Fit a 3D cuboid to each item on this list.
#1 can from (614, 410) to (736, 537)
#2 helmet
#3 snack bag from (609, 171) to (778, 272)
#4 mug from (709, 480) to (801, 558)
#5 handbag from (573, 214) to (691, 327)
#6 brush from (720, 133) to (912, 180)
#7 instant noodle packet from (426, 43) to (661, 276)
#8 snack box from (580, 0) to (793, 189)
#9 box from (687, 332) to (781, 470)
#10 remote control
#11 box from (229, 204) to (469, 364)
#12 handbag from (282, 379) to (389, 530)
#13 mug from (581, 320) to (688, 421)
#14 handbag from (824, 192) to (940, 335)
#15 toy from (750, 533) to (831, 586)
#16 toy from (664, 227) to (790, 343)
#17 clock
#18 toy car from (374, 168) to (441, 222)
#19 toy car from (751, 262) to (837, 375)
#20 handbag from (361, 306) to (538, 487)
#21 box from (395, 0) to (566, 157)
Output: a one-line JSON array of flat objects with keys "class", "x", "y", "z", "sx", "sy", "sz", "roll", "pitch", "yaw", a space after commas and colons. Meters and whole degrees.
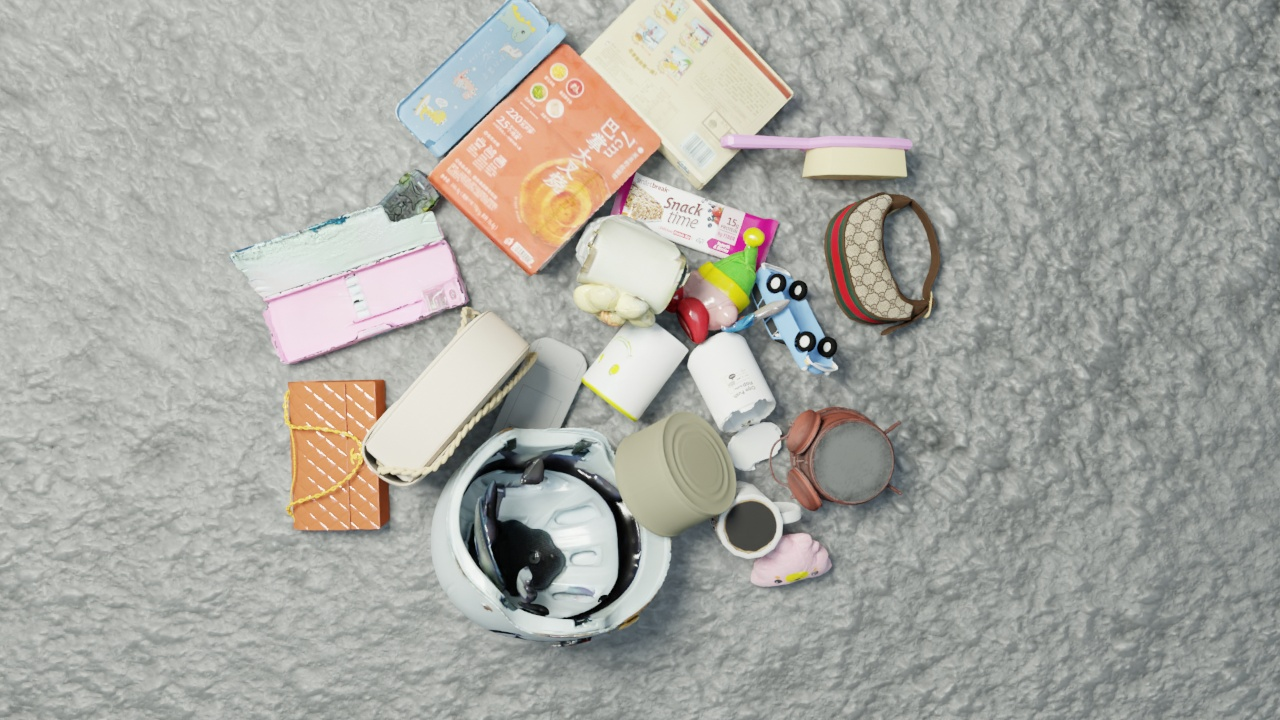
[{"class": "can", "x": 0.041, "y": 0.128, "z": 1.042, "sx": 0.073, "sy": 0.127, "sz": 0.128, "roll": -31, "pitch": 95, "yaw": 35}, {"class": "helmet", "x": -0.110, "y": 0.205, "z": 1.033, "sx": 0.263, "sy": 0.164, "sz": 0.236, "roll": 10, "pitch": 62, "yaw": -29}, {"class": "snack bag", "x": 0.065, "y": -0.168, "z": 1.107, "sx": 0.196, "sy": 0.016, "sz": 0.070, "roll": 19, "pitch": 90, "yaw": -4}, {"class": "mug", "x": 0.138, "y": 0.186, "z": 1.093, "sx": 0.105, "sy": 0.089, "sz": 0.073, "roll": -8, "pitch": 93, "yaw": -4}, {"class": "handbag", "x": -0.021, "y": -0.098, "z": 1.030, "sx": 0.112, "sy": 0.171, "sz": 0.123, "roll": 21, "pitch": 99, "yaw": -12}, {"class": "brush", "x": 0.202, "y": -0.235, "z": 1.063, "sx": 0.228, "sy": 0.089, "sz": 0.043, "roll": -2, "pitch": 98, "yaw": -16}, {"class": "instant noodle packet", "x": -0.107, "y": -0.229, "z": 1.049, "sx": 0.164, "sy": 0.084, "sz": 0.221, "roll": 44, "pitch": 95, "yaw": -4}, {"class": "snack box", "x": 0.052, "y": -0.329, "z": 1.078, "sx": 0.207, "sy": 0.055, "sz": 0.153, "roll": 45, "pitch": 90, "yaw": -5}, {"class": "box", "x": 0.117, "y": 0.051, "z": 1.100, "sx": 0.083, "sy": 0.144, "sz": 0.136, "roll": -21, "pitch": 64, "yaw": -6}, {"class": "remote control", "x": -0.122, "y": 0.048, "z": 1.104, "sx": 0.074, "sy": 0.019, "sz": 0.151, "roll": 25, "pitch": 92, "yaw": -5}, {"class": "box", "x": -0.331, "y": -0.098, "z": 1.061, "sx": 0.230, "sy": 0.066, "sz": 0.159, "roll": -19, "pitch": 118, "yaw": -2}, {"class": "handbag", "x": -0.358, "y": 0.110, "z": 1.074, "sx": 0.109, "sy": 0.060, "sz": 0.172, "roll": -1, "pitch": 93, "yaw": 0}, {"class": "mug", "x": -0.006, "y": 0.006, "z": 1.078, "sx": 0.082, "sy": 0.082, "sz": 0.106, "roll": 37, "pitch": 89, "yaw": -5}, {"class": "handbag", "x": 0.300, "y": -0.118, "z": 1.107, "sx": 0.138, "sy": 0.063, "sz": 0.166, "roll": -14, "pitch": 93, "yaw": -13}, {"class": "toy", "x": 0.184, "y": 0.238, "z": 1.108, "sx": 0.102, "sy": 0.093, "sz": 0.050, "roll": -10, "pitch": 53, "yaw": -7}, {"class": "toy", "x": 0.096, "y": -0.086, "z": 1.065, "sx": 0.131, "sy": 0.124, "sz": 0.097, "roll": -25, "pitch": 131, "yaw": -13}, {"class": "clock", "x": 0.231, "y": 0.118, "z": 1.104, "sx": 0.157, "sy": 0.072, "sz": 0.120, "roll": -2, "pitch": 93, "yaw": -5}, {"class": "toy car", "x": -0.280, "y": -0.177, "z": 1.076, "sx": 0.105, "sy": 0.033, "sz": 0.048, "roll": -40, "pitch": 97, "yaw": 12}, {"class": "toy car", "x": 0.178, "y": -0.045, "z": 1.074, "sx": 0.055, "sy": 0.056, "sz": 0.153, "roll": -41, "pitch": 56, "yaw": 32}, {"class": "handbag", "x": -0.215, "y": 0.038, "z": 1.000, "sx": 0.103, "sy": 0.211, "sz": 0.208, "roll": 41, "pitch": 80, "yaw": -5}, {"class": "box", "x": -0.181, "y": -0.325, "z": 1.065, "sx": 0.209, "sy": 0.049, "sz": 0.120, "roll": -44, "pitch": 54, "yaw": -1}]
